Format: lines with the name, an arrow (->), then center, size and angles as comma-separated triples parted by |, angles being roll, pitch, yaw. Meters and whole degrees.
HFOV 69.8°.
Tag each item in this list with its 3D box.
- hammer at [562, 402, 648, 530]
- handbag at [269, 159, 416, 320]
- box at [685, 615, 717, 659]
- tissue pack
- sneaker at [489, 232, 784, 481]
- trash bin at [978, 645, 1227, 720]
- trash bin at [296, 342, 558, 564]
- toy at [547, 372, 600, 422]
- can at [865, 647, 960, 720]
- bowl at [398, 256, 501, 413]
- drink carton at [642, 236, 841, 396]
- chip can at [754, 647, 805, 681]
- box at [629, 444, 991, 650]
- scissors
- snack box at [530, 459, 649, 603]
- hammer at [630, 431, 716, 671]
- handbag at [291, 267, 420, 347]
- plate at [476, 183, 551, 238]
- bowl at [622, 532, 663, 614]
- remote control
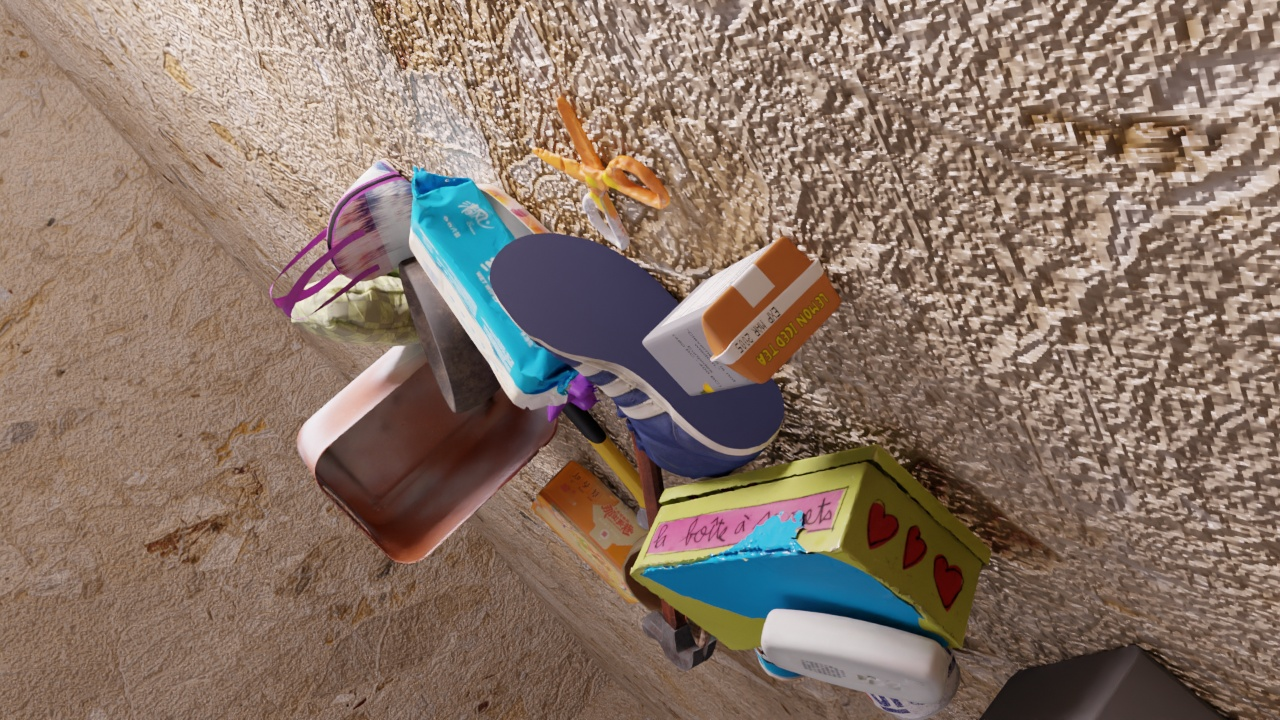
hammer -> -0.055, 0.077, 1.020 | 0.323, 0.029, 0.127 | 51, 160, -15
handbag -> -0.283, -0.105, 0.890 | 0.068, 0.169, 0.145 | 41, 161, 13
box -> 0.067, 0.248, 0.950 | 0.187, 0.057, 0.060 | 98, 155, -43
tissue pack -> -0.121, -0.056, 0.746 | 0.209, 0.066, 0.117 | 53, 161, 5
sneaker -> -0.003, 0.004, 0.681 | 0.233, 0.091, 0.118 | 32, 161, 13
trash bin -> 0.334, 0.295, 0.564 | 0.220, 0.097, 0.192 | 41, 161, 14
trash bin -> -0.261, 0.085, 1.101 | 0.157, 0.259, 0.181 | 17, 147, 57
toy -> -0.087, 0.013, 0.904 | 0.088, 0.056, 0.106 | 54, 173, 13
can -> 0.185, 0.212, 0.722 | 0.136, 0.078, 0.078 | 50, 160, -14
bowl -> -0.182, -0.033, 0.922 | 0.162, 0.070, 0.162 | 57, 159, 35
drink carton -> 0.053, -0.021, 0.528 | 0.048, 0.076, 0.125 | 47, 165, -6
chip can -> 0.125, 0.218, 0.857 | 0.080, 0.079, 0.230 | 29, 154, 38
box -> 0.107, 0.136, 0.628 | 0.124, 0.082, 0.222 | 38, 146, -17
scissors -> -0.026, -0.115, 0.590 | 0.125, 0.011, 0.130 | 31, 156, 34
snack box -> -0.047, 0.226, 1.219 | 0.195, 0.080, 0.145 | 44, 161, 4
hammer -> 0.021, 0.177, 0.901 | 0.111, 0.028, 0.301 | 29, 134, 54
handbag -> -0.290, -0.075, 1.013 | 0.113, 0.117, 0.186 | -4, 177, 34
plate -> -0.080, -0.065, 0.792 | 0.187, 0.016, 0.187 | 43, 161, 6
bowl -> 0.060, 0.230, 1.004 | 0.152, 0.050, 0.153 | 12, 133, 13
remote control -> 0.132, 0.184, 0.574 | 0.114, 0.028, 0.060 | 4, 143, 28
